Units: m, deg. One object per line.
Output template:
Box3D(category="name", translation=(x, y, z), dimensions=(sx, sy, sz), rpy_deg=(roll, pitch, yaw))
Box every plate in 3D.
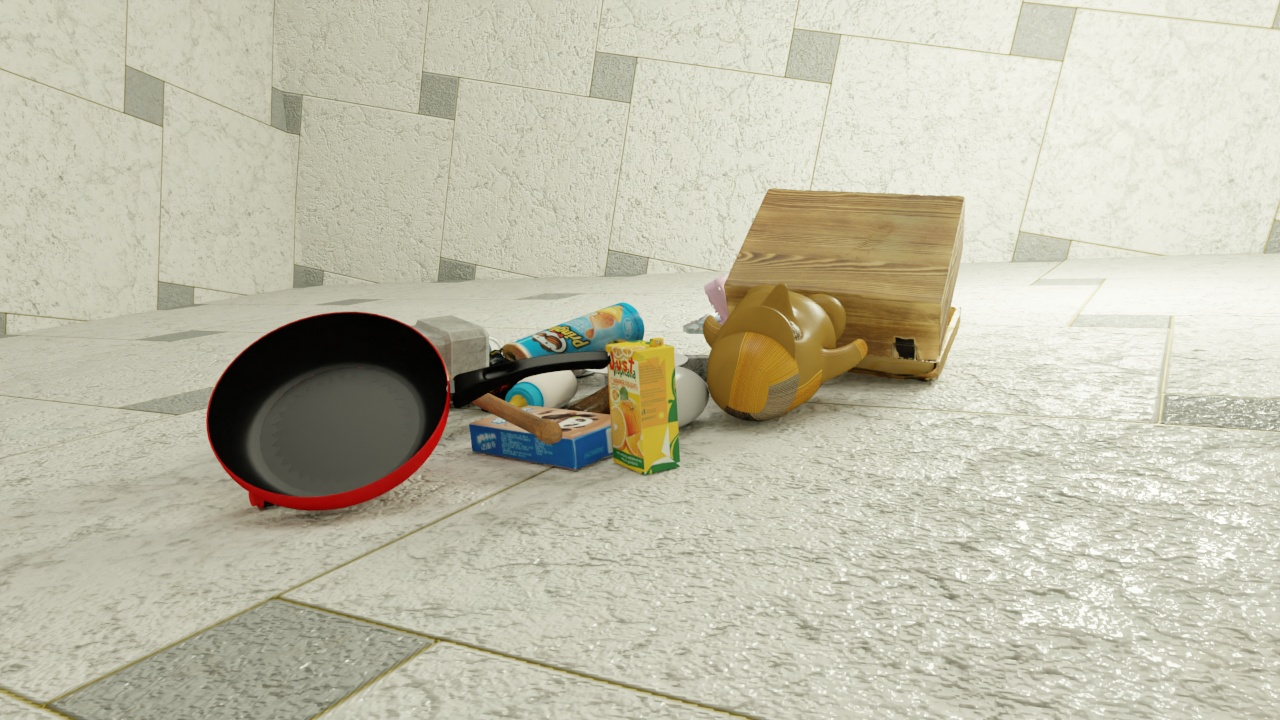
Box3D(category="plate", translation=(-0.007, 0.007, 1.164), dimensions=(0.134, 0.011, 0.134), rpy_deg=(-4, 11, 1))

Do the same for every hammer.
Box3D(category="hammer", translation=(-0.179, 0.032, 0.939), dimensions=(0.162, 0.083, 0.318), rpy_deg=(-11, 21, -40))
Box3D(category="hammer", translation=(0.015, 0.037, 1.129), dimensions=(0.218, 0.037, 0.299), rpy_deg=(0, 11, 20))

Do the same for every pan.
Box3D(category="pan", translation=(-0.204, 0.034, 0.837), dimensions=(0.356, 0.067, 0.208), rpy_deg=(-6, 51, -8))

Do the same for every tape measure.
Box3D(category="tape measure", translation=(-0.183, 0.028, 1.150), dimensions=(0.071, 0.072, 0.042), rpy_deg=(-39, 20, -22))

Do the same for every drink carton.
Box3D(category="drink carton", translation=(0.002, 0.039, 0.862), dimensions=(0.041, 0.122, 0.058), rpy_deg=(-9, 11, -31))

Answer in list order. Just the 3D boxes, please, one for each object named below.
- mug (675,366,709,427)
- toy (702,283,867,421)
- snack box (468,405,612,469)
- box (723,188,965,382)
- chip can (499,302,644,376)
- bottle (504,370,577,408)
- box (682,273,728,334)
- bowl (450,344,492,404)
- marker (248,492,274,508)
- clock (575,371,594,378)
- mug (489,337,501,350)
Box3D(category="mug", translation=(0.021, 0.048, 1.014), dimensions=(0.107, 0.071, 0.089), rpy_deg=(-30, -15, 33))
Box3D(category="toy", translation=(0.144, -0.010, 1.040), dimensions=(0.199, 0.163, 0.202), rpy_deg=(12, 26, 21))
Box3D(category="snack box", translation=(-0.093, 0.076, 0.941), dimensions=(0.152, 0.034, 0.087), rpy_deg=(4, 13, 39))
Box3D(category="box", translation=(0.284, -0.077, 1.255), dimensions=(0.279, 0.216, 0.256), rpy_deg=(8, 45, 22))
Box3D(category="chip can", translation=(-0.093, -0.017, 1.278), dimensions=(0.080, 0.080, 0.228), rpy_deg=(6, 21, 42))
Box3D(category="bottle", translation=(-0.124, 0.043, 1.097), dimensions=(0.051, 0.051, 0.146), rpy_deg=(0, 11, 21))
Box3D(category="box", translation=(0.127, -0.076, 1.403), dimensions=(0.096, 0.088, 0.201), rpy_deg=(-35, -3, 24))
Box3D(category="bowl", translation=(-0.236, 0.018, 1.216), dimensions=(0.115, 0.061, 0.114), rpy_deg=(-23, 40, 21))
Box3D(category="marker", translation=(-0.288, 0.110, 0.853), dimensions=(0.144, 0.021, 0.024), rpy_deg=(-12, 5, -39))
Box3D(category="clock", translation=(-0.123, 0.005, 1.362), dimensions=(0.122, 0.035, 0.095), rpy_deg=(-9, 11, -33))
Box3D(category="mug", translation=(-0.257, -0.013, 1.300), dimensions=(0.091, 0.110, 0.073), rpy_deg=(3, 39, 31))
